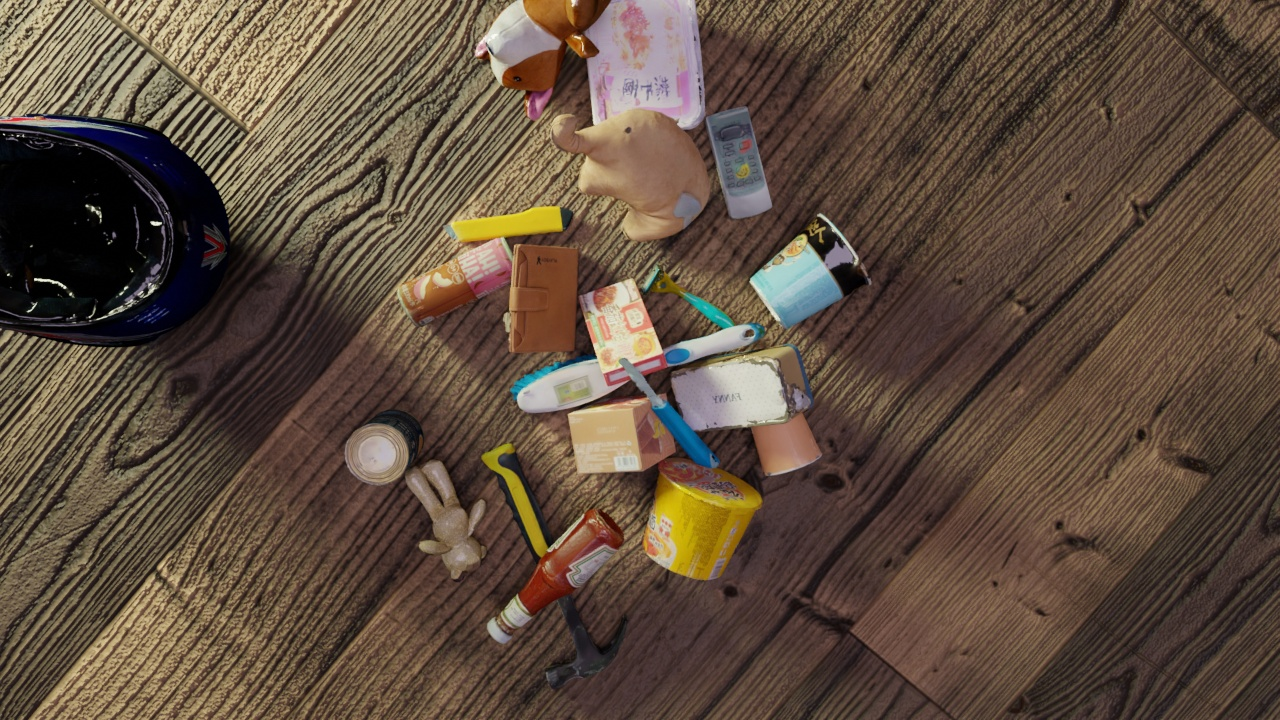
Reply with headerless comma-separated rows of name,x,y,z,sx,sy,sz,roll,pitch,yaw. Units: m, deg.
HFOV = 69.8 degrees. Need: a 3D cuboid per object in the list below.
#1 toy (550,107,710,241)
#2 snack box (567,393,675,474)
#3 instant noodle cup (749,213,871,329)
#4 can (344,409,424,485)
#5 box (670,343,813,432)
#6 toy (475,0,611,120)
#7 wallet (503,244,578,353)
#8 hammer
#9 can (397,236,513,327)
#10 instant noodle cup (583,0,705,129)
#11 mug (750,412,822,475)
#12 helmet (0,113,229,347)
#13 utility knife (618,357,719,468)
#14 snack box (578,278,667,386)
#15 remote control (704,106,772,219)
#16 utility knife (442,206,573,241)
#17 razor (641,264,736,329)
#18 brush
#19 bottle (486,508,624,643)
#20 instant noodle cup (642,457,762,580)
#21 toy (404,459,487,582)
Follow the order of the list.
toy,-0.008,-0.234,1.077,0.143,0.082,0.226,-43,130,9
snack box,-0.022,0.089,1.125,0.093,0.094,0.077,-7,97,28
instant noodle cup,0.205,-0.103,1.139,0.120,0.111,0.111,-36,97,6
can,-0.309,0.104,1.113,0.075,0.111,0.075,0,96,-4
box,0.115,0.037,1.118,0.061,0.185,0.090,-22,101,-44
toy,-0.119,-0.382,1.056,0.130,0.200,0.140,-28,84,-40
wallet,-0.119,-0.075,1.124,0.107,0.031,0.132,-3,98,-48
hammer,-0.117,0.258,1.184,0.126,0.032,0.323,-22,96,-2
can,-0.221,-0.096,1.127,0.147,0.058,0.058,-26,97,-1
instant noodle cup,0.003,-0.362,1.116,0.138,0.060,0.173,-7,97,-4
mug,0.173,0.076,1.168,0.078,0.078,0.123,-21,91,-2
helmet,-0.617,-0.142,0.997,0.315,0.240,0.247,5,96,-16
utility knife,0.033,0.064,1.099,0.236,0.034,0.018,51,56,-43
snack box,-0.023,-0.037,1.109,0.075,0.152,0.025,-19,133,-1
remote control,0.124,-0.248,1.156,0.056,0.019,0.135,-15,96,-3
utility knife,-0.164,-0.170,1.145,0.164,0.015,0.033,-7,90,-2
razor,0.067,-0.073,1.165,0.132,0.028,0.043,30,116,-3
brush,-0.007,0.007,1.129,0.314,0.109,0.060,-18,96,-5
bottle,-0.109,0.271,1.141,0.206,0.059,0.060,-45,97,5
instant noodle cup,0.070,0.199,1.146,0.138,0.138,0.110,18,103,-6
toy,-0.245,0.198,1.149,0.066,0.104,0.157,-8,110,41
